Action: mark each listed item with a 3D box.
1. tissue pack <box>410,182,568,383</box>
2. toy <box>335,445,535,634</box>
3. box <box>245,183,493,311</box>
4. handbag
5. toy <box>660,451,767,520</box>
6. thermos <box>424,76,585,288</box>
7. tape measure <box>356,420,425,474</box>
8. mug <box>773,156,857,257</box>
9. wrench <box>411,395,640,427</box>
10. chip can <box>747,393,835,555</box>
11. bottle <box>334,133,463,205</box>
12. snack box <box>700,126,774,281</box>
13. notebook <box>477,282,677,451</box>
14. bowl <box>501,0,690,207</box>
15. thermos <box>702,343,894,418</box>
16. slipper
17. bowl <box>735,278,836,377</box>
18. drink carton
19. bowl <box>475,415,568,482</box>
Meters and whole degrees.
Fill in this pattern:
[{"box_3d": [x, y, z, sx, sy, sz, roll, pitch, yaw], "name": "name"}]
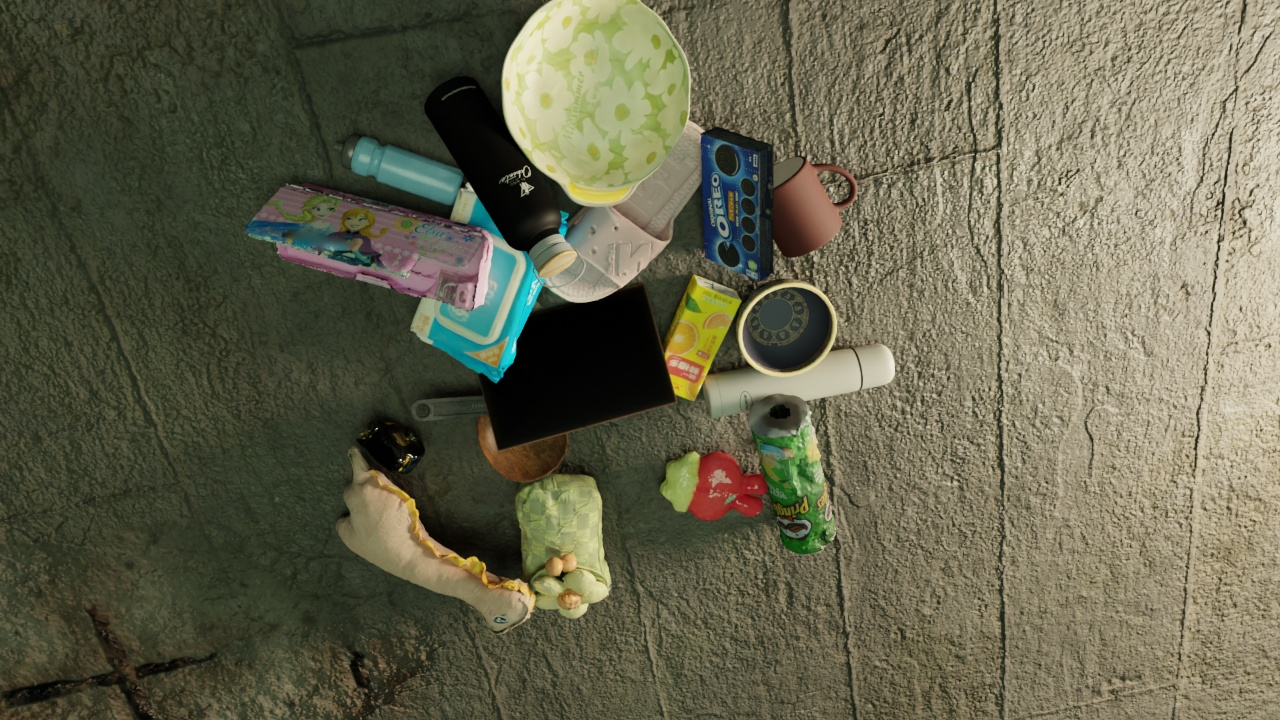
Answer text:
[{"box_3d": [-0.165, -0.084, 0.983, 0.117, 0.066, 0.210, 26, 112, 2], "name": "tissue pack"}, {"box_3d": [-0.240, 0.219, 1.076, 0.264, 0.065, 0.197, 23, 128, 9], "name": "toy"}, {"box_3d": [-0.272, -0.110, 0.913, 0.230, 0.096, 0.085, 15, 111, 10], "name": "box"}, {"box_3d": [-0.095, 0.229, 1.108, 0.113, 0.116, 0.187, -6, 116, -4], "name": "handbag"}, {"box_3d": [0.093, 0.156, 1.138, 0.135, 0.045, 0.092, 8, 109, -5], "name": "toy"}, {"box_3d": [-0.129, -0.169, 0.898, 0.061, 0.061, 0.231, -34, 79, 8], "name": "thermos"}, {"box_3d": [-0.280, 0.099, 1.058, 0.067, 0.062, 0.038, 42, 103, 17], "name": "tape measure"}, {"box_3d": [0.179, -0.174, 0.987, 0.106, 0.073, 0.082, -31, 113, 13], "name": "mug"}, {"box_3d": [-0.125, 0.049, 1.061, 0.273, 0.018, 0.073, -4, 94, -11], "name": "wrench"}, {"box_3d": [0.184, 0.138, 1.097, 0.075, 0.075, 0.223, -19, 129, 2], "name": "chip can"}, {"box_3d": [-0.250, -0.198, 0.946, 0.130, 0.040, 0.040, 18, 110, -14], "name": "bottle"}, {"box_3d": [0.101, -0.164, 0.966, 0.027, 0.082, 0.150, -32, 133, -32], "name": "snack box"}, {"box_3d": [-0.078, 0.007, 1.038, 0.209, 0.008, 0.141, -15, 86, 0], "name": "notebook"}, {"box_3d": [-0.048, -0.266, 0.919, 0.188, 0.060, 0.219, -3, 104, -14], "name": "bowl"}, {"box_3d": [0.187, 0.023, 1.087, 0.224, 0.052, 0.052, -11, 114, -2], "name": "thermos"}, {"box_3d": [-0.009, -0.151, 0.983, 0.094, 0.064, 0.239, 37, 103, -20], "name": "slipper"}, {"box_3d": [0.161, -0.044, 1.049, 0.112, 0.061, 0.112, -2, 114, -6], "name": "bowl"}, {"box_3d": [0.061, -0.025, 1.058, 0.058, 0.043, 0.135, 20, 109, -11], "name": "drink carton"}, {"box_3d": [-0.140, 0.085, 1.082, 0.102, 0.026, 0.114, -28, 98, -10], "name": "bowl"}]
